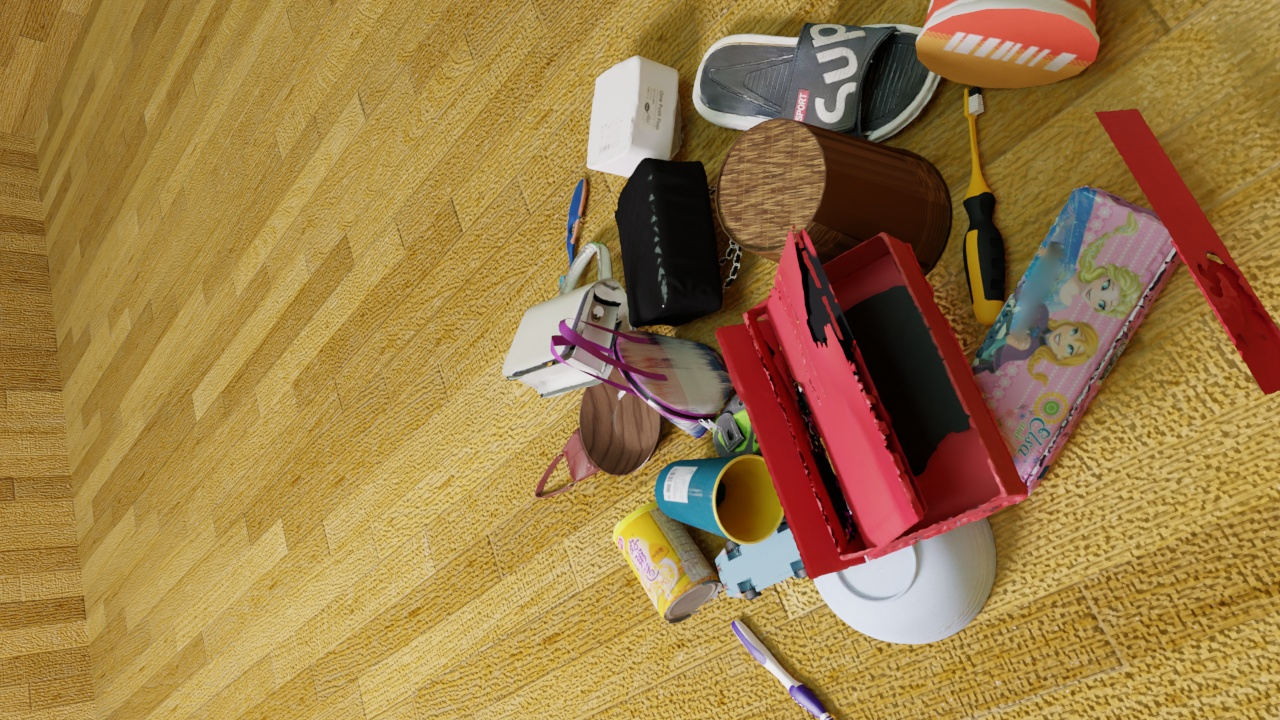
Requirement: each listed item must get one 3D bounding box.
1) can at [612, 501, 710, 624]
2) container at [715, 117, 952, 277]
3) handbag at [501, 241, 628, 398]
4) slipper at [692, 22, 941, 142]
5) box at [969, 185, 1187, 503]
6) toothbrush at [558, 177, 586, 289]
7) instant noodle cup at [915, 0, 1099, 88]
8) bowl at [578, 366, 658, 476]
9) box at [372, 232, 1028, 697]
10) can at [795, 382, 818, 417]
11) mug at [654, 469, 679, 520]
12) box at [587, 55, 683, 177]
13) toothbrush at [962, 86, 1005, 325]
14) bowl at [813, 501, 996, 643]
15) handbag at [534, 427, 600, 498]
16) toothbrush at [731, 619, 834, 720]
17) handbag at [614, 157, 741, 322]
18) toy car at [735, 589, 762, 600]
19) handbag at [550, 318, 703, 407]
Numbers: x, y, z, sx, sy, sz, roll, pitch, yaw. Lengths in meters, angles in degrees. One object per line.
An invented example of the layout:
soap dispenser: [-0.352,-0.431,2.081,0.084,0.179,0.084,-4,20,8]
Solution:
can: [0.025,0.196,0.901,0.068,0.067,0.105,-53,54,26]
container: [0.152,-0.124,0.739,0.132,0.167,0.132,-5,83,43]
handbag: [-0.064,-0.050,1.001,0.152,0.074,0.175,-16,51,52]
slipper: [0.142,-0.255,0.834,0.264,0.063,0.111,21,101,45]
box: [0.294,-0.010,0.667,0.084,0.063,0.231,39,112,39]
toothbrush: [-0.078,-0.145,1.061,0.022,0.017,0.135,12,95,45]
instant noodle cup: [0.276,-0.285,0.676,0.124,0.123,0.121,5,82,43]
bowl: [-0.013,0.062,0.971,0.119,0.032,0.119,-5,83,43]
box: [0.041,0.072,0.671,0.425,0.128,0.212,-19,71,1]
can: [0.138,0.062,0.829,0.031,0.031,0.080,33,109,40]
mug: [0.067,0.124,0.849,0.122,0.078,0.078,-6,82,61]
box: [0.009,-0.249,0.975,0.103,0.101,0.108,-2,79,61]
toothbrush: [0.268,-0.124,0.726,0.031,0.031,0.196,-17,71,55]
bowl: [0.194,0.152,0.722,0.151,0.074,0.150,-4,83,33]
handbag: [-0.087,0.126,1.043,0.120,0.029,0.055,-43,57,38]
toothbrush: [0.143,0.298,0.816,0.187,0.015,0.016,40,118,38]
handbag: [0.039,-0.111,0.919,0.125,0.114,0.153,150,112,-63]
toy car: [0.120,0.179,0.838,0.108,0.027,0.060,-35,64,33]
handbag: [-0.005,0.005,0.865,0.068,0.169,0.144,-58,28,21]
